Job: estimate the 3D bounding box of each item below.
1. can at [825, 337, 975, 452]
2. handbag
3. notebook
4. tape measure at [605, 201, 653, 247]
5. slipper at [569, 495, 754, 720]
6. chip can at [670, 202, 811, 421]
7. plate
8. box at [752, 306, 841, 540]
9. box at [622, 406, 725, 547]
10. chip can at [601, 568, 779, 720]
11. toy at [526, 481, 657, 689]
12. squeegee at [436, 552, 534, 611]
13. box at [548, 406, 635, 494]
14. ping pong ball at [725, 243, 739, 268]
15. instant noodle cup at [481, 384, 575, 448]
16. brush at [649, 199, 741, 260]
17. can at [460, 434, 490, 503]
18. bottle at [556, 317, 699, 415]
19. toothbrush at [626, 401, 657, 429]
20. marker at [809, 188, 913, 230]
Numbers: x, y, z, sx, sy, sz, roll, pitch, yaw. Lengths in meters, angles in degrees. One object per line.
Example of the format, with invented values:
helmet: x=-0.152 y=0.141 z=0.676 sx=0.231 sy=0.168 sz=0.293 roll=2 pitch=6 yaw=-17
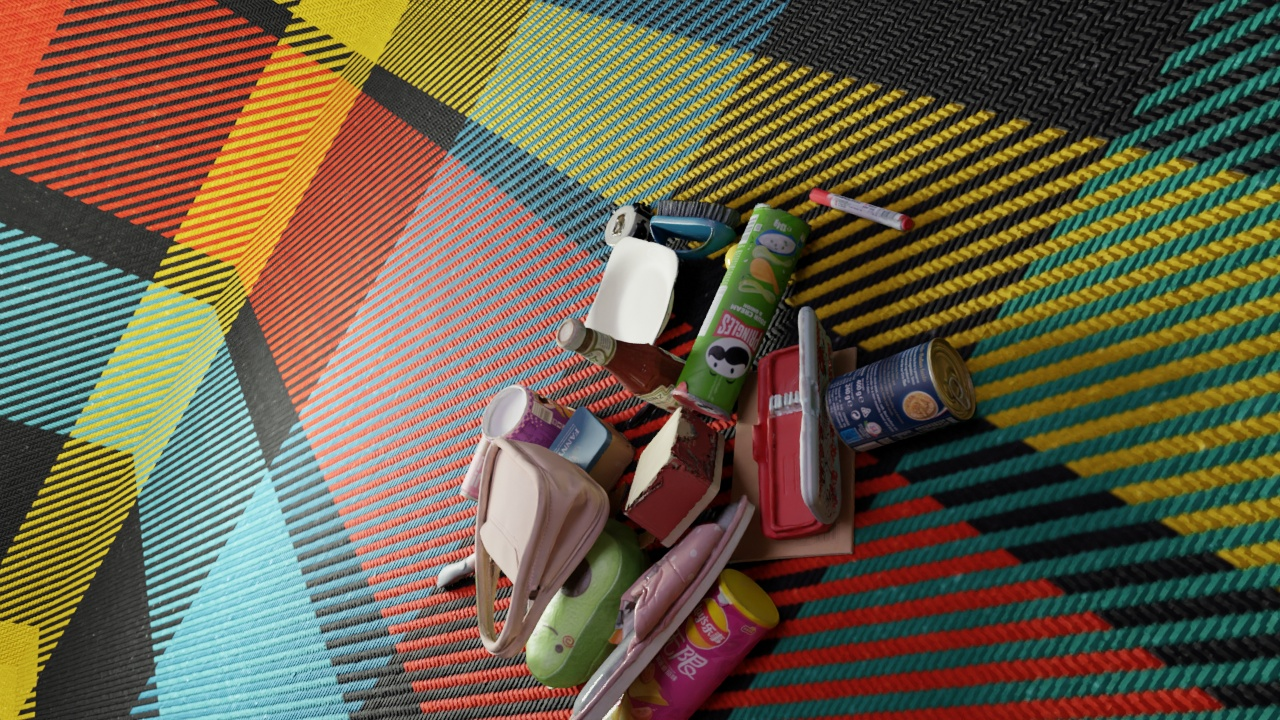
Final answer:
can: x=0.232 y=0.033 z=0.829 sx=0.111 sy=0.075 sz=0.075 roll=-25 pitch=52 yaw=39
handbag: x=-0.135 y=0.217 z=1.029 sx=0.193 sy=0.093 sz=0.234 roll=23 pitch=94 yaw=63
notebook: x=0.154 y=0.098 z=0.935 sx=0.150 sy=0.012 sz=0.211 roll=-16 pitch=58 yaw=42
tape measure: x=-0.017 y=-0.182 z=1.273 sx=0.066 sy=0.033 sz=0.066 roll=-10 pitch=62 yaw=48
slipper: x=0.014 y=0.236 z=0.888 sx=0.274 sy=0.054 sz=0.114 roll=-51 pitch=-4 yaw=-8
chip can: x=0.111 y=-0.054 z=1.008 sx=0.072 sy=0.072 sz=0.235 roll=13 pitch=76 yaw=51
plate: x=-0.005 y=-0.073 z=1.184 sx=0.164 sy=0.034 sz=0.164 roll=28 pitch=99 yaw=54
box: x=0.145 y=0.061 z=0.881 sx=0.119 sy=0.098 sz=0.201 roll=-20 pitch=55 yaw=38
box: x=0.032 y=0.109 z=0.951 sx=0.091 sy=0.076 sz=0.168 roll=-51 pitch=4 yaw=16
chip can: x=0.043 y=0.303 z=0.897 sx=0.211 sy=0.071 sz=0.071 roll=-53 pitch=39 yaw=15
toy: x=-0.053 y=0.257 z=1.020 sx=0.227 sy=0.090 sz=0.246 roll=18 pitch=80 yaw=55
squeegee: x=-0.212 y=0.271 z=1.238 sx=0.250 sy=0.040 sz=0.247 roll=-29 pitch=50 yaw=37
box: x=-0.082 y=0.144 z=1.135 sx=0.184 sy=0.060 sz=0.090 roll=-58 pitch=38 yaw=4
ping pong ball: x=0.119 y=-0.117 z=1.072 sx=0.040 sy=0.040 sz=0.040 roll=-26 pitch=51 yaw=38
instant noodle cup: x=-0.146 y=0.089 z=1.201 sx=0.112 sy=0.099 sz=0.111 roll=-26 pitch=45 yaw=29
brush: x=0.063 y=-0.162 z=1.150 sx=0.144 sy=0.055 sz=0.073 roll=14 pitch=80 yaw=51
can: x=-0.200 y=0.128 z=1.287 sx=0.058 sy=0.058 sz=0.147 roll=15 pitch=82 yaw=52
bottle: x=-0.006 y=0.006 z=1.012 sx=0.060 sy=0.206 sz=0.059 roll=-25 pitch=53 yaw=38
toothbrush: x=0.043 y=0.022 z=1.102 sx=0.181 sy=0.015 sz=0.018 roll=-47 pitch=35 yaw=19
marker: x=0.235 y=-0.163 z=0.985 sx=0.145 sy=0.017 sz=0.017 roll=35 pitch=96 yaw=52
